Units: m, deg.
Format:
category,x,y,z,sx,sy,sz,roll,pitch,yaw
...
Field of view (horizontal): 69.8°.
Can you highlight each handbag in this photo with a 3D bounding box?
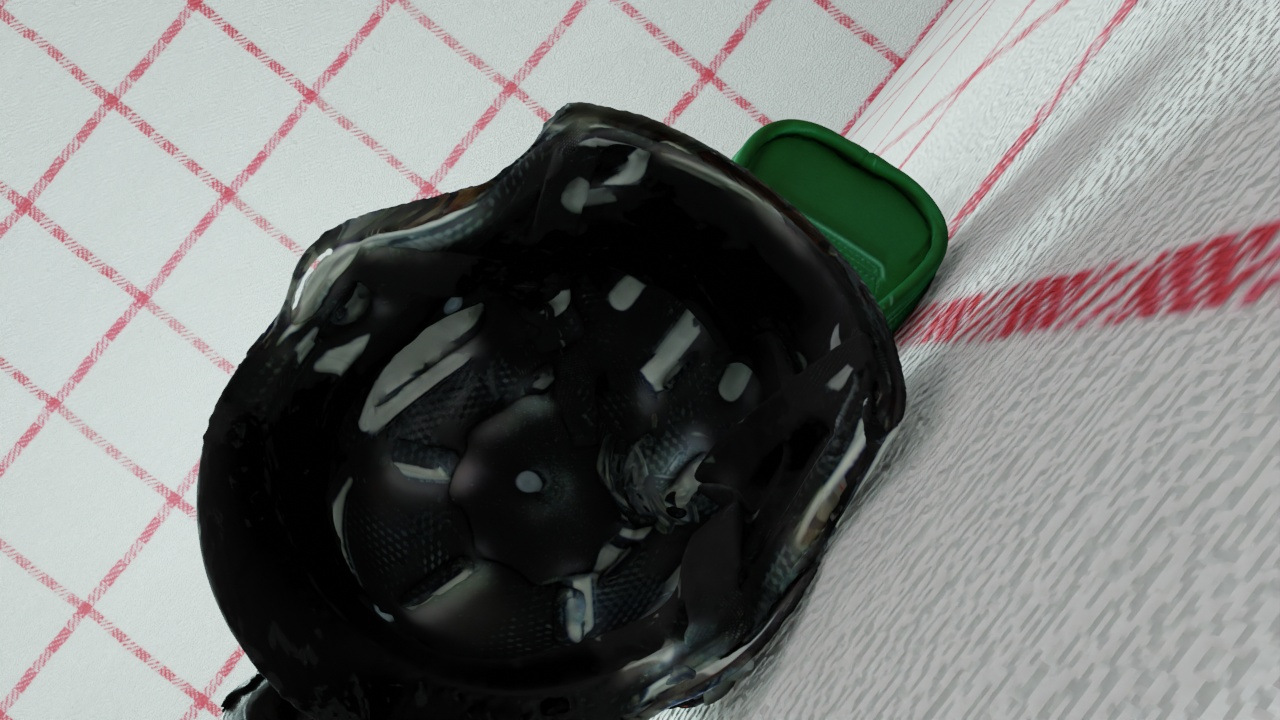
category,x,y,z,sx,sy,sz,roll,pitch,yaw
handbag,0.093,-0.060,0.511,0.120,0.131,0.068,-56,-7,-22

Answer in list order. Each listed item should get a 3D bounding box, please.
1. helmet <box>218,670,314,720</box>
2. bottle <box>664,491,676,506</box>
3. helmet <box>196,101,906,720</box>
category,x,y,z,sx,sy,sz,roll,pitch,yaw
helmet,-0.260,0.266,0.887,0.234,0.274,0.230,-45,-24,17
bottle,0.030,0.057,0.508,0.194,0.080,0.044,-56,3,-27
helmet,-0.033,0.037,0.401,0.273,0.230,0.157,-45,-11,-19
